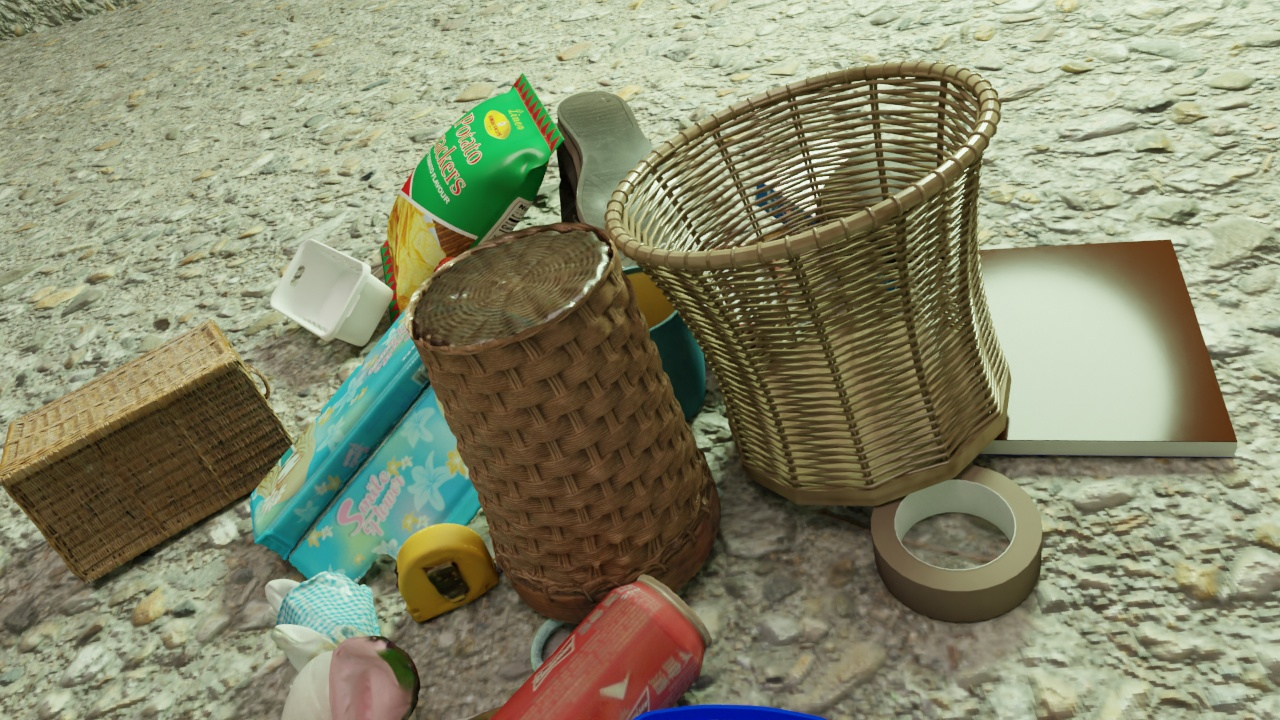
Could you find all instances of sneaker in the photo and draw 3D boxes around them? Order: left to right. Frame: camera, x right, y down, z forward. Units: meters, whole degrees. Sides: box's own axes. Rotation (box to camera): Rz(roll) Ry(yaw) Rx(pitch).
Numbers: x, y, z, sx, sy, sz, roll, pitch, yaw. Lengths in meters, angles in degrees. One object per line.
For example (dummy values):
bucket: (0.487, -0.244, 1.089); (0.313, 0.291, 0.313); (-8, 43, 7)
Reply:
sneaker: (-0.025, -0.135, 0.848); (0.095, 0.120, 0.234); (-14, 49, -14)

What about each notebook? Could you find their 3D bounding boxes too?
notebook: (0.295, -0.015, 0.645); (0.172, 0.022, 0.208); (-1, 41, 19)

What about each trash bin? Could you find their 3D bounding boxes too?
trash bin: (-0.048, 0.035, 0.553); (0.151, 0.210, 0.151); (-13, 36, 10)

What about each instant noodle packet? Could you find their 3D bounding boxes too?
instant noodle packet: (-0.181, -0.162, 0.926); (0.253, 0.090, 0.195); (-46, 36, 15)

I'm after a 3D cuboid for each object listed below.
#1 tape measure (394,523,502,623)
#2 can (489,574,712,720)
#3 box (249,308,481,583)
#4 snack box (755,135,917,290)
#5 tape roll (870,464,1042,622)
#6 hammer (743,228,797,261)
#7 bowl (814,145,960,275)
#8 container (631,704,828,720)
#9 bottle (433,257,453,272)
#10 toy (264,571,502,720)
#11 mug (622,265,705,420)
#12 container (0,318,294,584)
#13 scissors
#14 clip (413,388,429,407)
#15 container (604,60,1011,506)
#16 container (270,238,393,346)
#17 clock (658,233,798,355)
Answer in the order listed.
tape measure: (-0.128, 0.137, 0.603); (0.068, 0.059, 0.030); (-22, 38, -5)
can: (-0.037, 0.193, 0.484); (0.067, 0.067, 0.169); (25, 60, 41)
box: (-0.184, 0.058, 0.675); (0.181, 0.074, 0.227); (34, 82, 39)
snack box: (0.183, -0.126, 0.781); (0.087, 0.033, 0.154); (-37, 60, -22)
tape roll: (0.184, 0.105, 0.537); (0.094, 0.030, 0.093); (-11, 39, 9)
hammer: (0.074, -0.078, 0.804); (0.330, 0.033, 0.132); (-25, 37, -9)
bowl: (0.202, -0.130, 0.724); (0.121, 0.056, 0.121); (-1, 53, 1)
container: (0.044, 0.220, 0.432); (0.114, 0.058, 0.096); (-5, 40, 17)
bottle: (-0.147, -0.040, 0.806); (0.098, 0.099, 0.111); (-30, 46, -15)
toy: (-0.182, 0.189, 0.540); (0.206, 0.131, 0.105); (16, 65, 44)
mug: (-0.004, 0.004, 0.676); (0.112, 0.104, 0.084); (-41, 44, -23)
container: (-0.400, 0.067, 0.755); (0.198, 0.114, 0.113); (-31, 35, -18)
scissors: (0.004, 0.140, 0.585); (0.072, 0.033, 0.175); (16, 53, 41)
clip: (-0.167, 0.018, 0.791); (0.113, 0.028, 0.127); (-33, 40, -15)
container: (0.118, -0.044, 0.573); (0.227, 0.196, 0.226); (-18, 31, 11)
container: (-0.300, -0.063, 0.903); (0.129, 0.049, 0.080); (24, 83, 41)
clock: (0.063, -0.054, 0.730); (0.124, 0.044, 0.087); (27, 65, 6)
